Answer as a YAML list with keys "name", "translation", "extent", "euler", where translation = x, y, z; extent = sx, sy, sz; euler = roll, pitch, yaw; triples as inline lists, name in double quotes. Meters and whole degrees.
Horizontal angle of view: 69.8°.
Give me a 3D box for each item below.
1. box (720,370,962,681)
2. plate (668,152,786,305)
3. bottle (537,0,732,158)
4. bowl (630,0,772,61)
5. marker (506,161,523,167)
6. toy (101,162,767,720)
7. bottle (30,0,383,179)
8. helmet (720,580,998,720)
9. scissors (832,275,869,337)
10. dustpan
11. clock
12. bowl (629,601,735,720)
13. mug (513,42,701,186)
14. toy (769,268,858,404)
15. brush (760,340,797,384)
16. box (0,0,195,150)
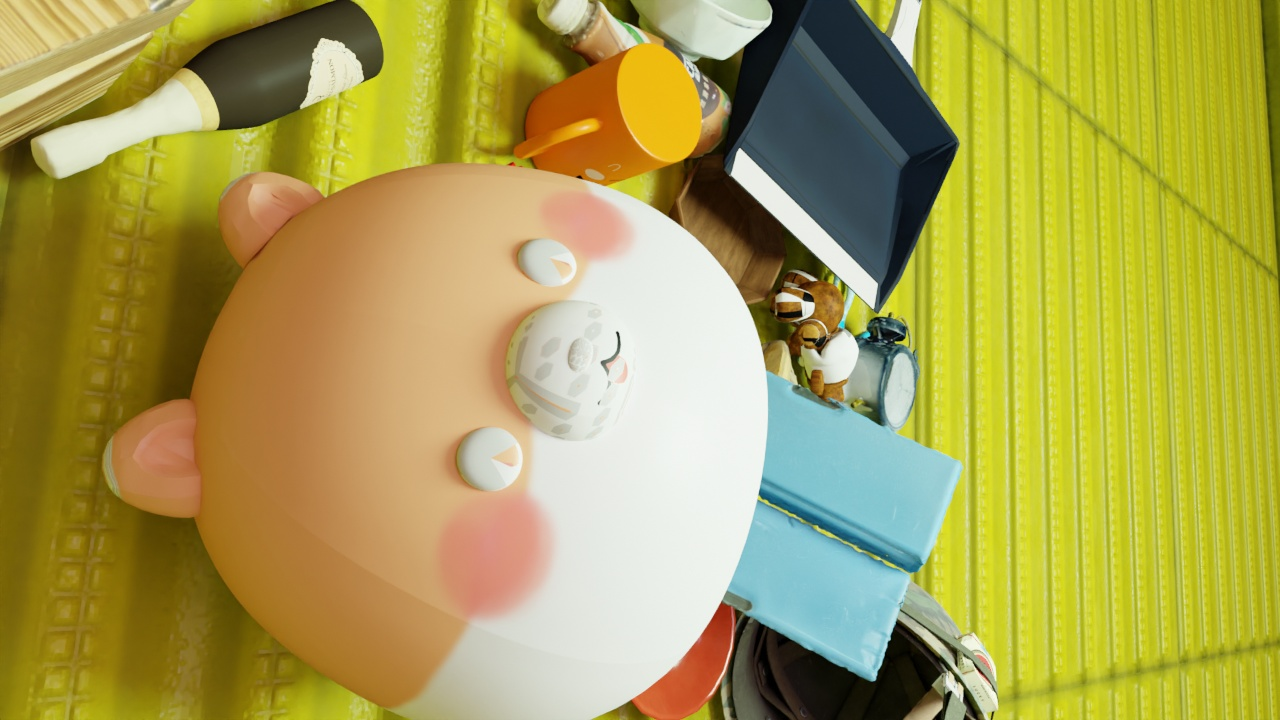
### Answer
- name: "box"
  translation: [0.089, 0.092, 0.641]
  extent: [0.231, 0.034, 0.174]
  euler: [25, 61, 10]
- name: "plate"
  translation: [0.068, -0.105, 0.749]
  extent: [0.131, 0.025, 0.131]
  euler: [6, 81, -43]
- name: "bottle"
  translation: [-0.003, -0.213, 0.670]
  extent: [0.167, 0.059, 0.059]
  euler: [29, 66, -37]
- name: "bowl"
  translation: [0.037, -0.271, 0.701]
  extent: [0.117, 0.061, 0.117]
  euler: [22, 39, -20]
- name: "marker"
  translation: [-0.051, -0.073, 0.635]
  extent: [0.145, 0.021, 0.023]
  euler: [55, 45, -24]
- name: "toy"
  translation: [-0.078, 0.032, 0.435]
  extent: [0.280, 0.266, 0.262]
  euler: [23, 66, -23]
- name: "bottle"
  translation: [-0.216, -0.137, 0.469]
  extent: [0.184, 0.045, 0.045]
  euler: [-41, 113, -38]
- name: "helmet"
  translation: [0.163, 0.262, 0.677]
  extent: [0.235, 0.193, 0.224]
  euler: [-4, 61, -57]
- name: "scissors"
  translation: [0.193, -0.013, 0.869]
  extent: [0.127, 0.012, 0.137]
  euler: [40, 60, -37]
- name: "dustpan"
  translation: [0.190, -0.217, 0.773]
  extent: [0.236, 0.080, 0.272]
  euler: [33, 58, -38]
- name: "clock"
  translation: [0.224, 0.013, 0.857]
  extent: [0.129, 0.052, 0.090]
  euler: [-58, 135, -29]
- name: "bowl"
  translation: [0.016, 0.192, 0.659]
  extent: [0.121, 0.035, 0.122]
  euler: [6, 81, -43]
- name: "mug"
  translation: [-0.031, -0.156, 0.612]
  extent: [0.112, 0.096, 0.077]
  euler: [-27, 103, -42]
- name: "toy"
  translation: [0.152, -0.017, 0.790]
  extent: [0.087, 0.067, 0.113]
  euler: [-51, 137, -58]
- name: "brush"
  translation: [0.076, 0.061, 0.716]
  extent: [0.194, 0.059, 0.043]
  euler: [-60, 136, -34]
- name: "box"
  translation: [-0.311, -0.182, 0.271]
  extent: [0.279, 0.221, 0.257]
  euler: [55, 50, -22]
